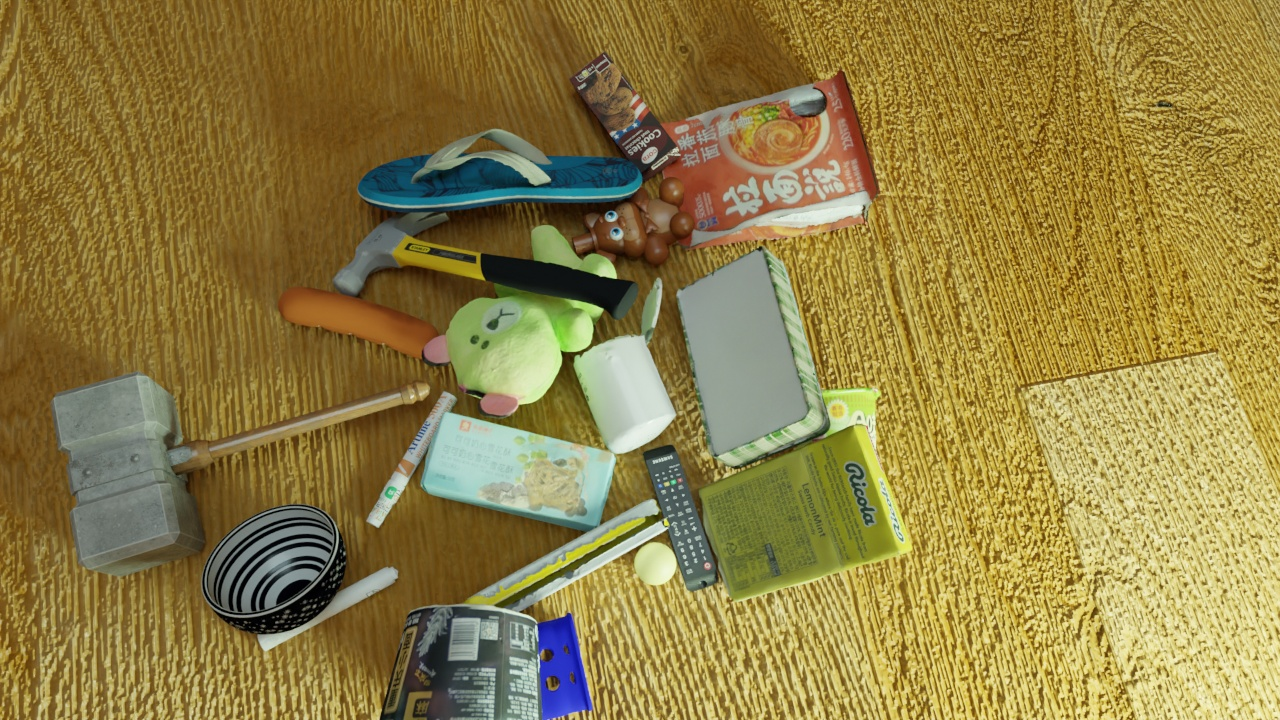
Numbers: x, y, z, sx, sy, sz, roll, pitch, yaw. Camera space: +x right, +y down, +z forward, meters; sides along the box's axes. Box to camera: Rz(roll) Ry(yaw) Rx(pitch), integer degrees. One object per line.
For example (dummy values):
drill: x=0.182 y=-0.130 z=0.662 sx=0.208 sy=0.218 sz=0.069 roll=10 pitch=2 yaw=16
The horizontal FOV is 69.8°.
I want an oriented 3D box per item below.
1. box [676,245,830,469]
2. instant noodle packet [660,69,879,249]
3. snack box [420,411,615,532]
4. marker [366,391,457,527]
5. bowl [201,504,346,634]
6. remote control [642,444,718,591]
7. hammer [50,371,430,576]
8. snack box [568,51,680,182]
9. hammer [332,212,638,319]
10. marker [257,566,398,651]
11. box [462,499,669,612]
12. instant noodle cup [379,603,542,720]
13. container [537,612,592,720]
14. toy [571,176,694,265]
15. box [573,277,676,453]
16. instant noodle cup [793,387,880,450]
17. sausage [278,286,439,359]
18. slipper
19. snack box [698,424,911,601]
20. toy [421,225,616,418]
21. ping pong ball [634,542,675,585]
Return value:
box: x=0.107 y=-0.004 z=0.905 sx=0.118 sy=0.051 sz=0.205 roll=-29 pitch=54 yaw=26
instant noodle packet: x=0.136 y=-0.216 z=1.031 sx=0.221 sy=0.084 sz=0.164 roll=-11 pitch=74 yaw=2
snack box: x=-0.117 y=0.109 z=0.887 sx=0.174 sy=0.053 sz=0.074 roll=15 pitch=70 yaw=-3
marker: x=-0.223 y=0.096 z=0.897 sx=0.017 sy=0.017 sz=0.145 roll=27 pitch=70 yaw=3
bowl: x=-0.318 y=0.196 z=0.820 sx=0.120 sy=0.066 sz=0.120 roll=-6 pitch=41 yaw=5
remote control: x=0.039 y=0.153 z=0.904 sx=0.033 sy=0.015 sz=0.146 roll=-15 pitch=71 yaw=-10
hammer: x=-0.353 y=0.070 z=0.855 sx=0.317 sy=0.083 sz=0.162 roll=-17 pitch=74 yaw=-12
snack box: x=-0.018 y=-0.272 z=1.028 sx=0.051 sy=0.031 sz=0.141 roll=-36 pitch=78 yaw=5
hammer: x=-0.146 y=-0.089 z=0.887 sx=0.324 sy=0.029 sz=0.126 roll=13 pitch=58 yaw=28
marker: x=-0.286 y=0.226 z=0.844 sx=0.133 sy=0.020 sz=0.017 roll=-27 pitch=67 yaw=-14
box: x=-0.069 y=0.195 z=0.857 sx=0.209 sy=0.064 sz=0.037 roll=-27 pitch=76 yaw=-15
instant noodle cup: x=-0.134 y=0.254 z=0.712 sx=0.137 sy=0.137 sz=0.112 roll=5 pitch=63 yaw=-5
container: x=-0.108 y=0.281 z=0.813 sx=0.113 sy=0.085 sz=0.084 roll=-12 pitch=73 yaw=-9
toy: x=-0.010 y=-0.144 z=0.979 sx=0.127 sy=0.065 sz=0.095 roll=-16 pitch=71 yaw=-6
box: x=-0.004 y=0.003 z=0.922 sx=0.125 sy=0.084 sz=0.155 roll=-22 pitch=78 yaw=-13
instant noodle cup: x=0.193 y=0.087 z=0.912 sx=0.099 sy=0.099 sz=0.108 roll=-3 pitch=80 yaw=-8
sausage: x=-0.282 y=-0.040 z=0.921 sx=0.164 sy=0.045 sz=0.039 roll=16 pitch=45 yaw=-1
slipper: x=-0.145 y=-0.205 z=0.958 sx=0.295 sy=0.060 sz=0.118 roll=-2 pitch=33 yaw=-5
snack box: x=0.148 y=0.147 z=0.862 sx=0.181 sy=0.045 sz=0.121 roll=-27 pitch=71 yaw=29
toy: x=-0.110 y=-0.032 z=0.908 sx=0.150 sy=0.107 sz=0.196 roll=32 pitch=76 yaw=33
ping pong ball: x=0.014 y=0.195 z=0.879 sx=0.040 sy=0.040 sz=0.040 roll=2 pitch=71 yaw=-6
